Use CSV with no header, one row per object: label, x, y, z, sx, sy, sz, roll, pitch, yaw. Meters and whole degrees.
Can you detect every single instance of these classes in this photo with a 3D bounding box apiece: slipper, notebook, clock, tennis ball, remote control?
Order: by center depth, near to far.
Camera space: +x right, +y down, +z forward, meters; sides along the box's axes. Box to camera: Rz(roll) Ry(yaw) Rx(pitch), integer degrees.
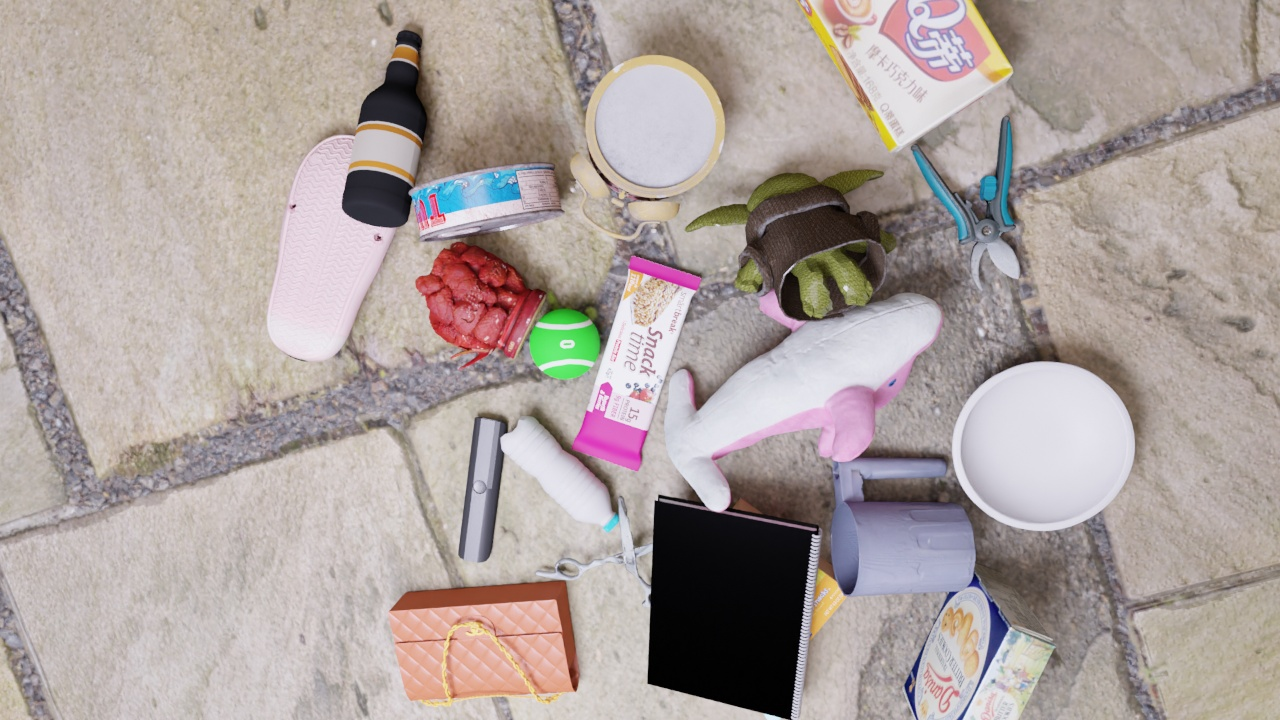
clock,0.002,-0.183,0.808,0.117,0.081,0.159,26,91,-7
notebook,0.082,0.229,0.842,0.149,0.016,0.207,9,113,17
tennis ball,-0.070,-0.015,0.851,0.065,0.065,0.065,1,98,8
slipper,-0.291,-0.105,0.877,0.107,0.055,0.221,18,91,4
remote control,-0.158,0.128,0.909,0.033,0.015,0.147,10,99,7

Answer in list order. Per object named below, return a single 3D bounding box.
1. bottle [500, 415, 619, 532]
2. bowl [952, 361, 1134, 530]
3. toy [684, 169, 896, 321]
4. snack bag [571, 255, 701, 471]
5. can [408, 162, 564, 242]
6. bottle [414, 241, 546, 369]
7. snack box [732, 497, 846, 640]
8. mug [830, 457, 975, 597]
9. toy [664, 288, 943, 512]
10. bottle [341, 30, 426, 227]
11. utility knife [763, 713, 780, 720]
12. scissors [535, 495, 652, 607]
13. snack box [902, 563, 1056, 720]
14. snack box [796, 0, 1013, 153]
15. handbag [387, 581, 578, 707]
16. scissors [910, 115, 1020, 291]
bottle,-0.074,0.112,0.880,0.136,0.044,0.044,43,101,1
bowl,0.350,0.072,0.811,0.149,0.043,0.149,1,98,8
toy,0.141,-0.098,0.774,0.179,0.152,0.078,-16,135,-3
snack bag,-0.005,0.005,0.869,0.070,0.016,0.197,19,100,4
can,-0.135,-0.139,0.811,0.130,0.129,0.044,-10,96,10
bottle,-0.154,-0.050,0.852,0.111,0.099,0.099,27,101,-6
snack box,0.118,0.206,0.866,0.126,0.040,0.088,36,101,2
mug,0.230,0.147,0.820,0.104,0.084,0.123,0,70,-4
toy,0.150,0.034,0.815,0.266,0.128,0.186,-28,48,12
bottle,-0.226,-0.215,0.836,0.059,0.059,0.181,5,77,8
utility knife,0.093,0.280,0.896,0.022,0.015,0.165,-31,89,18
scissors,-0.022,0.193,0.881,0.175,0.014,0.141,-20,115,22
snack box,0.288,0.268,0.797,0.042,0.144,0.145,22,100,1
snack box,0.203,-0.303,0.772,0.110,0.061,0.230,-32,92,11
handbag,-0.155,0.287,0.912,0.172,0.060,0.109,-6,101,9
scissors,0.289,-0.143,0.803,0.124,0.019,0.155,17,99,7
